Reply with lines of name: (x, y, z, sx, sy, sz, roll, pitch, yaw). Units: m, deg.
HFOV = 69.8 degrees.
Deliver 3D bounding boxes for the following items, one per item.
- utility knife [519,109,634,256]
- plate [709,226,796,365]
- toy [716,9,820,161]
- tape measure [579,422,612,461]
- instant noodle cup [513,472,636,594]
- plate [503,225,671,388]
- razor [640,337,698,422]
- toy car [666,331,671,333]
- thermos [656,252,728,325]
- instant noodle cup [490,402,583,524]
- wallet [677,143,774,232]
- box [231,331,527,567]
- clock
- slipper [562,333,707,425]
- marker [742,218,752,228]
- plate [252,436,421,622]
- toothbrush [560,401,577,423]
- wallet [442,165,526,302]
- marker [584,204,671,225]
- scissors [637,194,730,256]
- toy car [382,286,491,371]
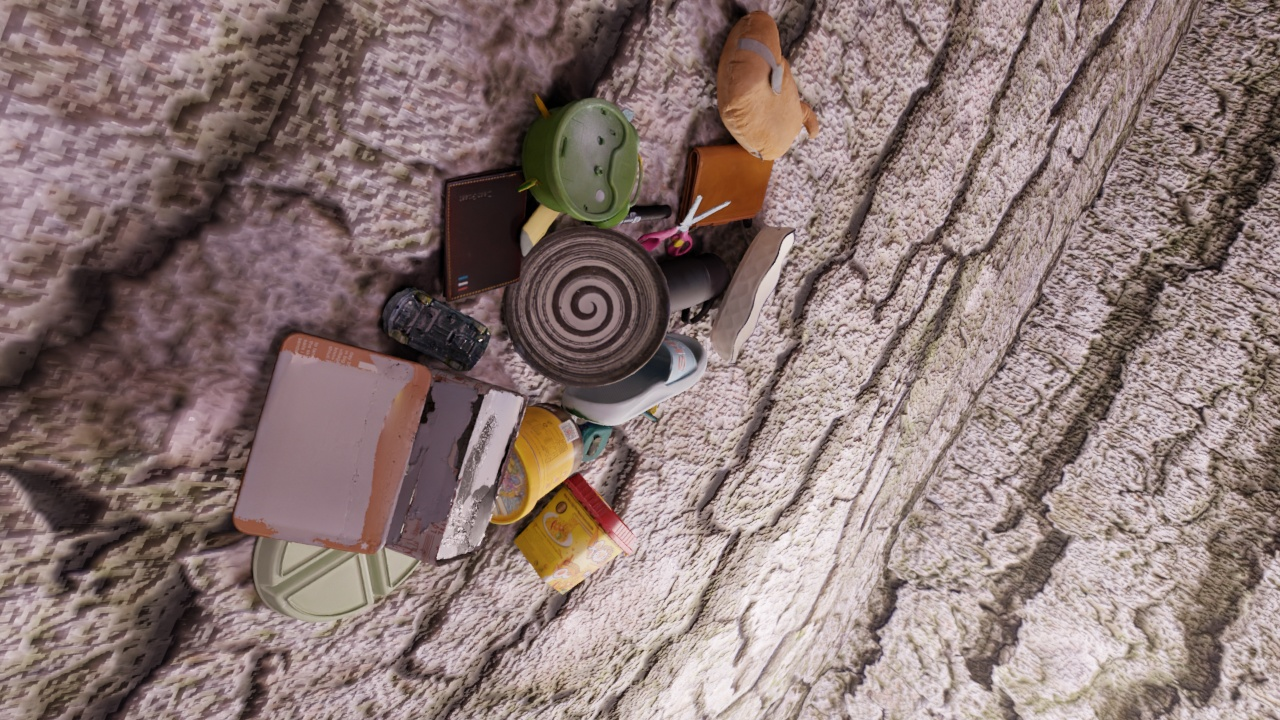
utility knife: (-0.063, -0.190, 0.948, 0.208, 0.021, 0.031, -50, 146, -17)
plate: (0.151, -0.094, 1.259, 0.204, 0.045, 0.205, -62, 170, -19)
toy: (0.156, -0.307, 1.099, 0.226, 0.083, 0.143, 34, 74, -58)
tape measure: (-0.065, 0.107, 1.203, 0.058, 0.025, 0.054, -1, 116, -53)
instant noodle cup: (-0.089, 0.231, 1.206, 0.123, 0.116, 0.116, -41, 147, -6)
plate: (-0.058, -0.057, 0.987, 0.179, 0.024, 0.179, -2, 107, -5)
razor: (0.039, 0.023, 1.273, 0.043, 0.028, 0.132, 33, 91, -27)
toy car: (0.017, 0.009, 1.229, 0.106, 0.031, 0.049, -52, 149, -14)
thermos: (0.015, -0.072, 1.113, 0.241, 0.068, 0.090, -18, 111, -46)
instant noodle cup: (-0.133, 0.107, 1.030, 0.114, 0.118, 0.119, -25, 136, -52)
wallet: (0.108, -0.213, 1.149, 0.130, 0.035, 0.119, -14, 132, -35)
box: (-0.222, 0.089, 0.850, 0.271, 0.133, 0.179, 19, 87, -50)
clock: (-0.049, -0.194, 0.909, 0.161, 0.056, 0.116, 9, 92, -49)
slipper: (-0.007, 0.006, 1.108, 0.244, 0.104, 0.074, -31, 135, -52)
marker: (0.138, -0.222, 1.214, 0.018, 0.015, 0.124, -42, 145, -21)
plate: (-0.288, 0.176, 0.951, 0.229, 0.027, 0.231, -35, 142, -33)
toothbrush: (-0.081, 0.038, 1.123, 0.027, 0.026, 0.213, -4, 117, -51)
wallet: (-0.152, -0.124, 0.894, 0.096, 0.020, 0.122, -24, 132, -43)
marker: (-0.013, -0.167, 1.047, 0.131, 0.022, 0.020, -16, 136, -47)
scissors: (0.044, -0.157, 1.096, 0.131, 0.017, 0.134, -16, 160, -22)
toy car: (-0.199, -0.030, 0.893, 0.120, 0.037, 0.054, 31, 90, -48)
